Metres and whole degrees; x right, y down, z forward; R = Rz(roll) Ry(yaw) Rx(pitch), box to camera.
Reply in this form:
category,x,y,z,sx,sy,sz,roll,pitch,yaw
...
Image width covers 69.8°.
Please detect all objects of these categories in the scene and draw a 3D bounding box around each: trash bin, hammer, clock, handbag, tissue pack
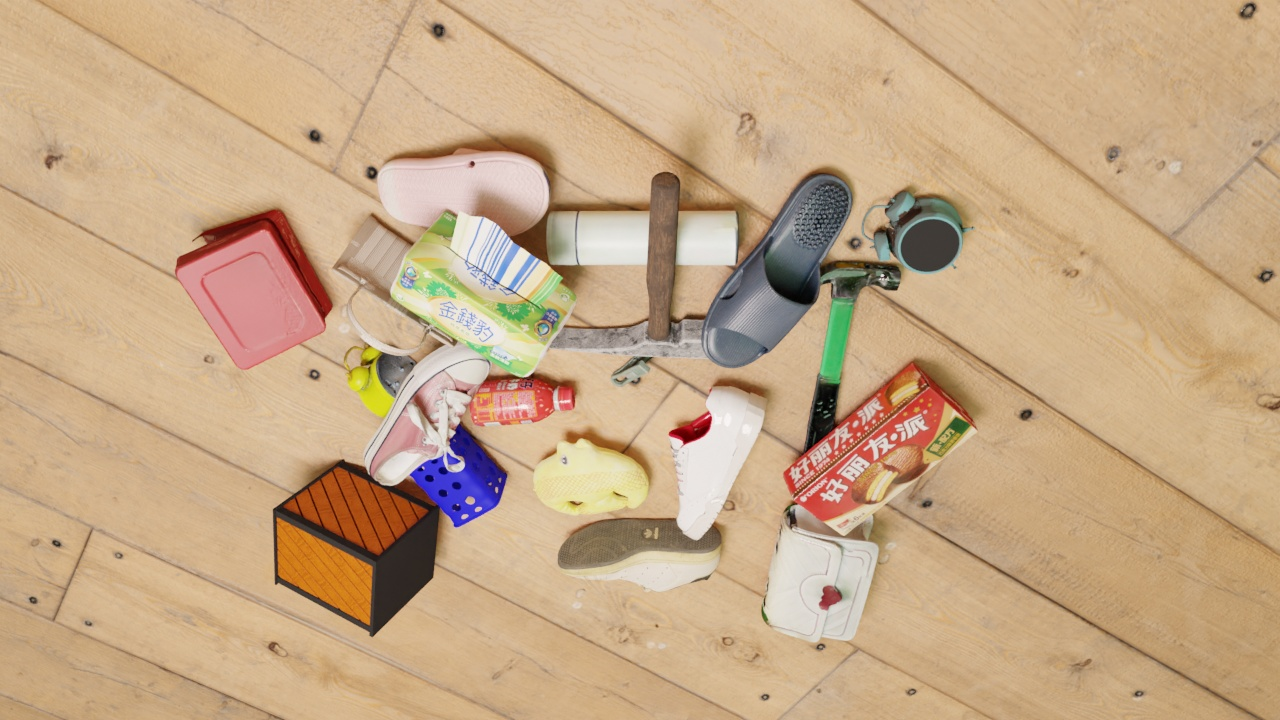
category,x,y,z,sx,sy,sz,roll,pitch,yaw
trash bin,-0.401,0.262,1.300,0.172,0.139,0.140,22,121,16
hammer,-0.014,-0.104,1.083,0.218,0.037,0.301,3,144,1
clock,-0.342,0.024,1.224,0.057,0.083,0.119,-34,115,28
clock,0.325,-0.151,1.090,0.124,0.053,0.090,14,120,-1
handbag,-0.291,-0.068,1.099,0.175,0.197,0.062,35,116,-15
hammer,0.248,0.019,1.208,0.130,0.032,0.319,4,121,1
tissue pack,-0.169,-0.093,1.057,0.197,0.120,0.142,28,135,-10
handbag,0.259,0.311,1.338,0.142,0.096,0.199,5,122,2

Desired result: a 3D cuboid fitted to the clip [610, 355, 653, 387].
category,x,y,z,sx,sy,sz,roll,pitch,yaw
clip,-0.013,0.014,1.224,0.023,0.061,0.076,41,130,-16

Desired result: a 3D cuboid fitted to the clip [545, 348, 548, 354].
category,x,y,z,sx,sy,sz,roll,pitch,yaw
clip,-0.152,-0.048,1.196,0.101,0.043,0.054,35,129,-16

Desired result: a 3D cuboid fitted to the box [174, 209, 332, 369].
category,x,y,z,sx,sy,sz,roll,pitch,yaw
box,-0.479,-0.089,1.146,0.137,0.127,0.157,-18,117,8

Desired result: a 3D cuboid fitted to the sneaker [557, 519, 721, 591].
category,x,y,z,sx,sy,sz,roll,pitch,yaw
sneaker,0.001,0.298,1.362,0.241,0.088,0.102,-5,128,2

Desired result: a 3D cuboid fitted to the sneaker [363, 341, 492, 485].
category,x,y,z,sx,sy,sz,roll,pitch,yaw
sneaker,-0.267,0.079,1.180,0.241,0.088,0.118,-51,141,14

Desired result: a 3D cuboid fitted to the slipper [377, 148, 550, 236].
category,x,y,z,sx,sy,sz,roll,pitch,yaw
slipper,-0.212,-0.202,1.099,0.222,0.055,0.107,3,121,15

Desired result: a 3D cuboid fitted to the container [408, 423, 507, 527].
category,x,y,z,sx,sy,sz,roll,pitch,yaw
container,-0.259,0.159,1.293,0.085,0.085,0.113,-30,113,18

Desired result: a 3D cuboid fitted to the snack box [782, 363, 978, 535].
category,x,y,z,sx,sy,sz,roll,pitch,yaw
snack box,0.316,0.122,1.225,0.113,0.060,0.237,37,110,-27

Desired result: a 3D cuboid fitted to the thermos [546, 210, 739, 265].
category,x,y,z,sx,sy,sz,roll,pitch,yaw
thermos,0.003,-0.148,1.108,0.230,0.067,0.068,1,120,5

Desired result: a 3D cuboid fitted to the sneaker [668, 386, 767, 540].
category,x,y,z,sx,sy,sz,roll,pitch,yaw
sneaker,0.082,0.134,1.258,0.104,0.090,0.237,23,121,1

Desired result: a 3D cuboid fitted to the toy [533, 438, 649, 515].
category,x,y,z,sx,sy,sz,roll,pitch,yaw
toy,-0.076,0.169,1.301,0.171,0.064,0.155,-8,132,16

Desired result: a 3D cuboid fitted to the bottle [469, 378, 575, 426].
category,x,y,z,sx,sy,sz,roll,pitch,yaw
bottle,-0.158,0.055,1.240,0.137,0.061,0.062,-4,120,6

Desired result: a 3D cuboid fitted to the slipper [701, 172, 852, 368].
category,x,y,z,sx,sy,sz,roll,pitch,yaw
slipper,0.173,-0.095,1.082,0.101,0.082,0.264,27,102,-25
